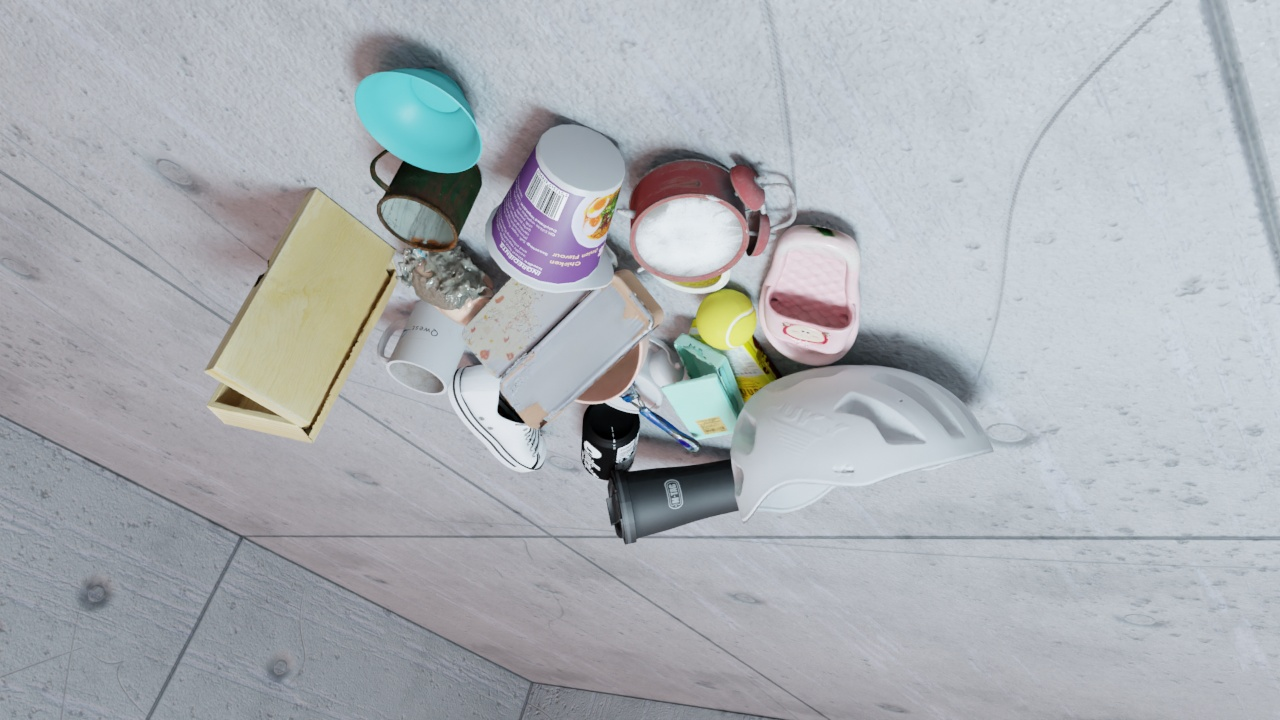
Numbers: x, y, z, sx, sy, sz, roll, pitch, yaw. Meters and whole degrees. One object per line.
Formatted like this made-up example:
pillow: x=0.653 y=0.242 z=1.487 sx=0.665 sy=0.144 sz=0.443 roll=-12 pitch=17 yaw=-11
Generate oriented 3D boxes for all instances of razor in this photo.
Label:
razor: x=0.021 y=0.071 z=1.133 sx=0.141 sy=0.018 sz=0.044 roll=40 pitch=143 yaw=-15

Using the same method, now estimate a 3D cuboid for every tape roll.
tape roll: x=0.049 y=-0.105 z=0.953 sx=0.094 sy=0.019 sz=0.094 roll=14 pitch=150 yaw=8

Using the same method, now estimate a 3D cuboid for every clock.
clock: x=0.064 y=-0.136 z=0.850 sx=0.157 sy=0.061 sz=0.110 roll=-9 pitch=139 yaw=11
clock: x=-0.007 y=0.007 z=1.143 sx=0.120 sy=0.060 sz=0.160 roll=21 pitch=147 yaw=-1

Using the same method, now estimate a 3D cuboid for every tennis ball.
tennis ball: x=0.092 y=-0.044 z=0.986 sx=0.065 sy=0.065 sz=0.065 roll=14 pitch=151 yaw=8

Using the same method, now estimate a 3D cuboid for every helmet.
helmet: x=0.236 y=0.096 z=1.006 sx=0.283 sy=0.184 sz=0.223 roll=1 pitch=-175 yaw=39

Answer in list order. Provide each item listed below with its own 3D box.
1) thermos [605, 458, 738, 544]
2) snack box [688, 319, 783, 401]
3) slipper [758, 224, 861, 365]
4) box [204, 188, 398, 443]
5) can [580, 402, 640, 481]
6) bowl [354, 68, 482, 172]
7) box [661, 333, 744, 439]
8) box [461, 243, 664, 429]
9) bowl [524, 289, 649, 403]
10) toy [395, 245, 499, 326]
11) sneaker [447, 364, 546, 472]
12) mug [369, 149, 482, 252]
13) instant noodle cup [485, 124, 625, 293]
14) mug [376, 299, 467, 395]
thermos: x=0.063 y=0.191 z=1.307 sx=0.218 sy=0.105 sz=0.106 roll=-10 pitch=151 yaw=-6
snack box: x=0.118 y=0.000 z=1.088 sx=0.061 sy=0.025 sz=0.149 roll=-4 pitch=144 yaw=35
slipper: x=0.170 y=-0.059 z=0.928 sx=0.107 sy=0.055 sz=0.222 roll=13 pitch=151 yaw=13
box: x=-0.388 y=-0.044 z=1.070 sx=0.141 sy=0.247 sz=0.185 roll=21 pitch=151 yaw=-6
can: x=-0.045 y=0.115 z=1.322 sx=0.080 sy=0.080 sz=0.146 roll=16 pitch=151 yaw=4
bowl: x=-0.196 y=-0.232 z=0.844 sx=0.121 sy=0.046 sz=0.121 roll=14 pitch=151 yaw=8
box: x=0.075 y=0.051 z=1.099 sx=0.077 sy=0.079 sz=0.189 roll=30 pitch=167 yaw=24
box: x=-0.092 y=-0.038 z=1.000 sx=0.217 sy=0.043 sz=0.151 roll=-41 pitch=82 yaw=30
bowl: x=-0.051 y=-0.033 z=1.046 sx=0.153 sy=0.076 sz=0.153 roll=8 pitch=108 yaw=25
toy: x=-0.207 y=-0.077 z=1.088 sx=0.133 sy=0.076 sz=0.176 roll=25 pitch=160 yaw=43
sneaker: x=-0.181 y=0.080 z=1.347 sx=0.097 sy=0.091 sz=0.245 roll=-10 pitch=141 yaw=17
mug: x=-0.219 y=-0.174 z=0.920 sx=0.085 sy=0.081 sz=0.111 roll=-11 pitch=140 yaw=42
instant noodle cup: x=-0.066 y=-0.145 z=0.863 sx=0.137 sy=0.121 sz=0.122 roll=30 pitch=141 yaw=-3
mug: x=-0.293 y=-0.019 z=1.213 sx=0.120 sy=0.096 sz=0.083 roll=6 pitch=149 yaw=20
